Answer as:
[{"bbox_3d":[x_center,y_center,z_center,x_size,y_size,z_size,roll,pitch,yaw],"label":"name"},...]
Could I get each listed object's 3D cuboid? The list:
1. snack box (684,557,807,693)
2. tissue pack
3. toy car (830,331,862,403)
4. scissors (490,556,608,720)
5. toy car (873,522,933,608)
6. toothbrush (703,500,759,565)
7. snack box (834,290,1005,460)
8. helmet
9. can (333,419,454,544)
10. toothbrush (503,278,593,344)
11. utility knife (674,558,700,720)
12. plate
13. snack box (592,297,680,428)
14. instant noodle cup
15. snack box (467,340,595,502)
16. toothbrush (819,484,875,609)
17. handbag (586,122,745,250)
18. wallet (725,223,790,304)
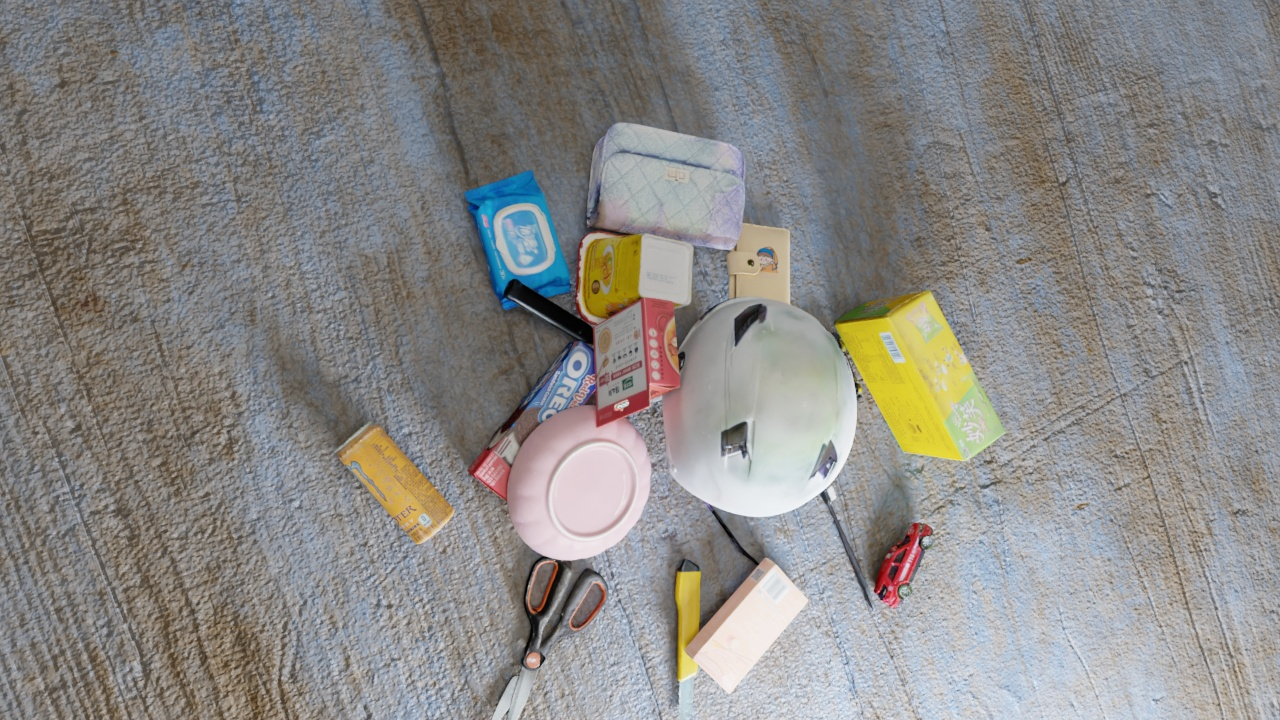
[{"bbox_3d":[0.135,0.334,1.158,0.157,0.026,0.084,-46,116,-10],"label":"snack box"},{"bbox_3d":[-0.147,-0.147,1.110,0.095,0.052,0.157,-18,92,-16],"label":"tissue pack"},{"bbox_3d":[0.257,0.014,1.221,0.049,0.031,0.106,-22,94,-16],"label":"toy car"},{"bbox_3d":[-0.110,0.352,1.107,0.162,0.022,0.233,3,86,-15],"label":"scissors"},{"bbox_3d":[0.350,0.269,1.220,0.045,0.053,0.120,27,84,6],"label":"toy car"},{"bbox_3d":[0.118,0.230,1.181,0.016,0.014,0.189,-38,97,-2],"label":"toothbrush"},{"bbox_3d":[0.354,0.020,1.182,0.070,0.158,0.210,-31,95,-11],"label":"snack box"},{"bbox_3d":[0.146,0.047,1.027,0.229,0.146,0.258,14,83,-14],"label":"helmet"},{"bbox_3d":[-0.281,0.140,1.054,0.058,0.058,0.146,-42,98,-14],"label":"can"},{"bbox_3d":[-0.072,-0.036,1.114,0.212,0.027,0.026,31,71,-27],"label":"toothbrush"},{"bbox_3d":[0.057,0.353,1.155,0.033,0.015,0.206,3,86,-16],"label":"utility knife"},{"bbox_3d":[-0.063,0.150,1.089,0.192,0.039,0.192,-7,104,-31],"label":"plate"},{"bbox_3d":[-0.006,0.006,1.050,0.044,0.113,0.127,8,70,-33],"label":"snack box"},{"bbox_3d":[-0.004,-0.100,1.096,0.116,0.124,0.116,7,83,-33],"label":"instant noodle cup"},{"bbox_3d":[-0.120,0.069,1.103,0.057,0.058,0.207,41,77,-13],"label":"snack box"},{"bbox_3d":[0.278,0.248,1.222,0.018,0.016,0.181,-23,92,-24],"label":"toothbrush"},{"bbox_3d":[0.033,-0.217,1.151,0.193,0.076,0.134,7,85,-14],"label":"handbag"},{"bbox_3d":[0.153,-0.123,1.195,0.087,0.024,0.115,6,73,-10],"label":"wallet"}]
